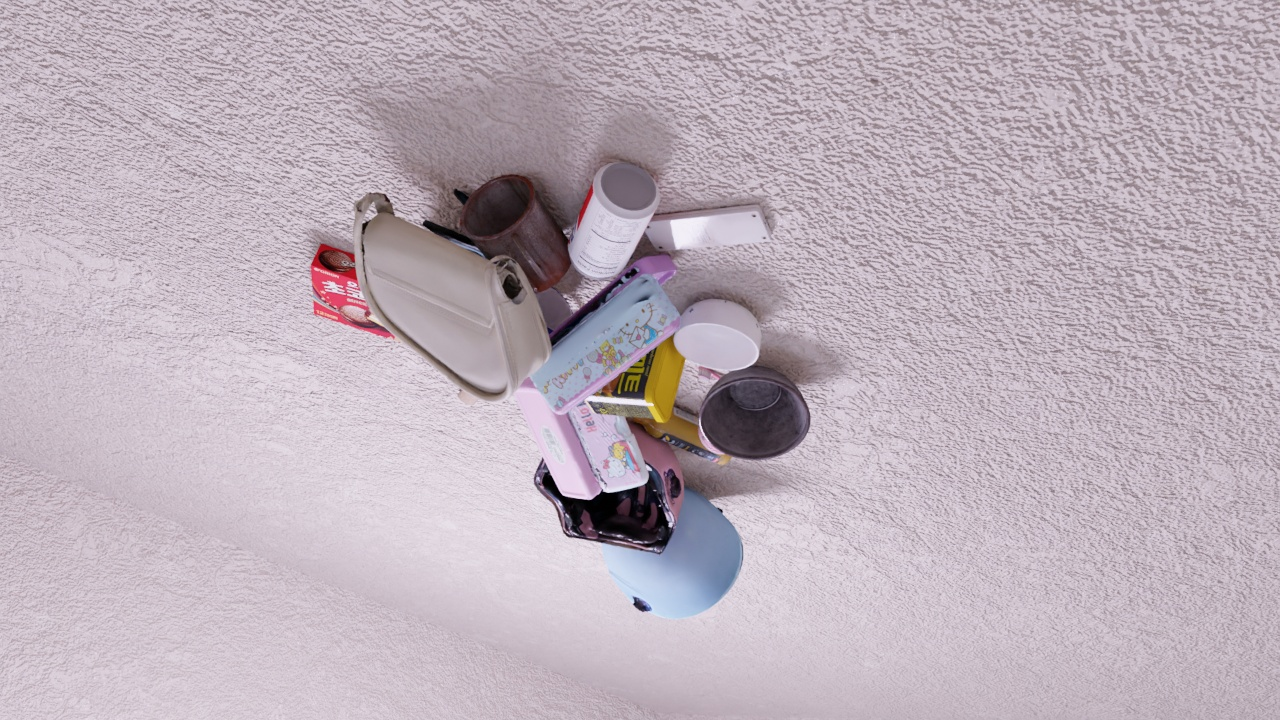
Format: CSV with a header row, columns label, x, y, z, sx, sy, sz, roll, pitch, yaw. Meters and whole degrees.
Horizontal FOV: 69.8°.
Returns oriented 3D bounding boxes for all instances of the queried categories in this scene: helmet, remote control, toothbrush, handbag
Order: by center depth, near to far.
label,x,y,z,sx,sy,sz,roll,pitch,yaw
remote control,0.070,-0.143,0.992,0.136,0.011,0.050,-2,147,26
handbag,-0.197,-0.083,1.016,0.229,0.131,0.184,24,137,19
toothbrush,0.136,0.041,1.273,0.135,0.016,0.022,26,148,-19
helmet,-0.033,0.177,1.439,0.230,0.152,0.256,1,131,30
helmet,0.041,0.316,1.570,0.266,0.225,0.167,21,156,47

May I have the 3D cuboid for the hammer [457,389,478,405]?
label,x,y,z,sx,sy,sz,roll,pitch,yaw
hammer,-0.220,0.012,1.354,0.119,0.030,0.332,34,148,-10

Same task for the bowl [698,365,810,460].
label,x,y,z,sx,sy,sz,roll,pitch,yaw
bowl,0.151,0.059,1.222,0.145,0.067,0.145,4,129,4

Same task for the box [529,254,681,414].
label,x,y,z,sx,sy,sz,roll,pitch,yaw
box,-0.033,-0.025,1.069,0.215,0.092,0.089,-37,169,31

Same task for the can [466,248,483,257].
label,x,y,z,sx,sy,sz,roll,pitch,yaw
can,-0.206,-0.105,1.124,0.114,0.063,0.063,31,147,-27

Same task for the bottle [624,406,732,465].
label,x,y,z,sx,sy,sz,roll,pitch,yaw
bottle,0.054,0.100,1.372,0.186,0.053,0.053,24,149,-18

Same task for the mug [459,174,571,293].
label,x,y,z,sx,sy,sz,roll,pitch,yaw
mug,-0.127,-0.126,1.003,0.096,0.123,0.110,-35,141,7

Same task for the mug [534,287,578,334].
label,x,y,z,sx,sy,sz,roll,pitch,yaw
mug,-0.125,-0.047,1.178,0.076,0.075,0.111,-35,159,33

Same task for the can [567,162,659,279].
label,x,y,z,sx,sy,sz,roll,pitch,yaw
can,-0.031,-0.145,0.972,0.070,0.070,0.132,19,150,-9

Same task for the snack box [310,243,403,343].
label,x,y,z,sx,sy,sz,roll,pitch,yaw
snack box,-0.367,-0.085,1.256,0.152,0.035,0.133,19,150,-8

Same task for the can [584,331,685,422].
label,x,y,z,sx,sy,sz,roll,pitch,yaw
can,-0.007,0.007,1.164,0.101,0.130,0.072,3,149,23

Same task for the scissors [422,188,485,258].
label,x,y,z,sx,sy,sz,roll,pitch,yaw
scissors,-0.186,-0.145,1.073,0.120,0.019,0.151,-12,133,-3

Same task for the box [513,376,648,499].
label,x,y,z,sx,sy,sz,roll,pitch,yaw
box,-0.088,0.106,1.292,0.156,0.058,0.201,-8,116,32

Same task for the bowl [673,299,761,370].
label,x,y,z,sx,sy,sz,roll,pitch,yaw
bowl,0.097,-0.036,1.121,0.105,0.054,0.105,12,149,7

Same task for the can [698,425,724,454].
label,x,y,z,sx,sy,sz,roll,pitch,yaw
can,0.125,0.091,1.313,0.067,0.067,0.076,18,150,-7
